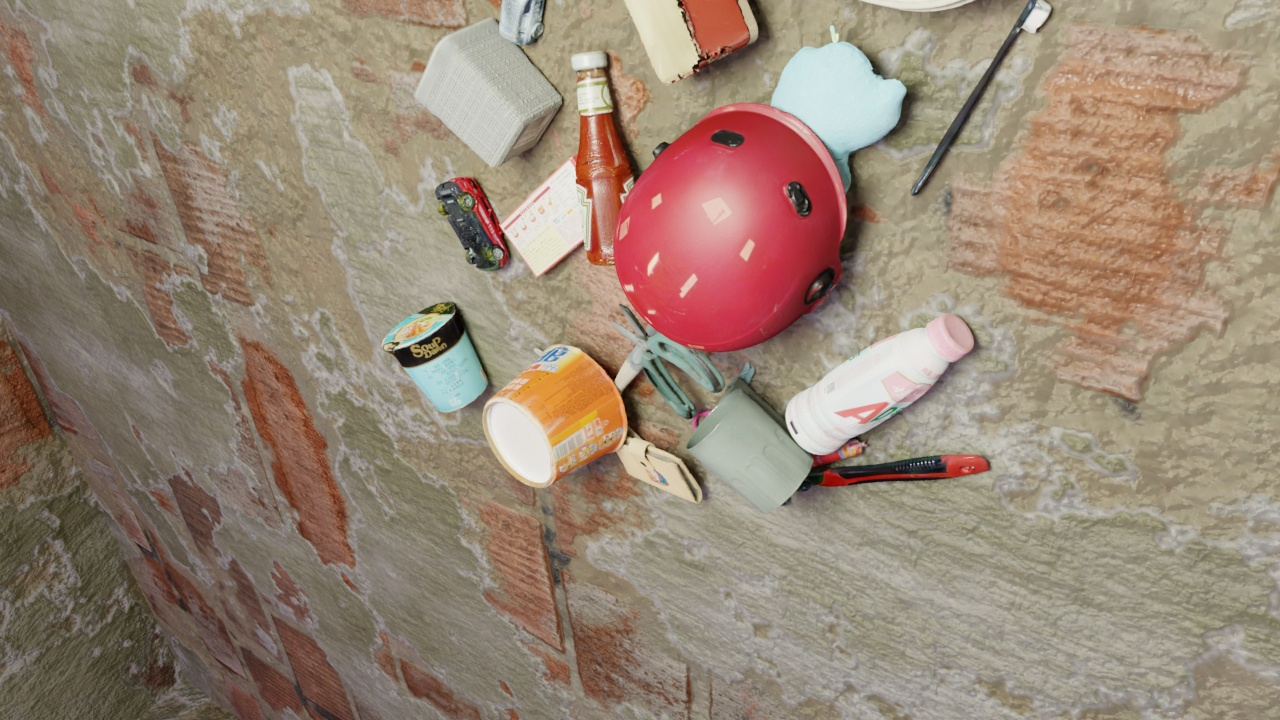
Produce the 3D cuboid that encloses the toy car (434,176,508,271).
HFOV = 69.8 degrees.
[{"bbox_3d":[-0.196,-0.162,1.088,0.053,0.045,0.120,1,125,41],"label":"toy car"}]

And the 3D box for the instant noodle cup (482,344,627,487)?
[{"bbox_3d":[-0.106,0.071,1.082,0.151,0.111,0.152,26,133,31],"label":"instant noodle cup"}]

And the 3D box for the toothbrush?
[{"bbox_3d":[0.260,-0.199,0.717,0.018,0.015,0.182,31,134,6],"label":"toothbrush"}]

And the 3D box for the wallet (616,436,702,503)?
[{"bbox_3d":[0.015,0.127,1.109,0.115,0.024,0.087,19,146,43],"label":"wallet"}]

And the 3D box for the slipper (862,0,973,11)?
[{"bbox_3d":[0.163,-0.325,0.676,0.275,0.054,0.114,25,129,39],"label":"slipper"}]

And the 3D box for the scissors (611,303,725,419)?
[{"bbox_3d":[0.038,0.014,0.960,0.174,0.019,0.170,29,157,44],"label":"scissors"}]

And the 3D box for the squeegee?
[{"bbox_3d":[-0.006,0.006,1.057,0.246,0.039,0.247,42,136,8],"label":"squeegee"}]

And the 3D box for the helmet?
[{"bbox_3d":[0.065,-0.101,0.825,0.207,0.143,0.241,42,150,8],"label":"helmet"}]

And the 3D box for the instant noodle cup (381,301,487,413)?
[{"bbox_3d":[-0.266,0.001,1.223,0.111,0.111,0.120,-3,124,40],"label":"instant noodle cup"}]

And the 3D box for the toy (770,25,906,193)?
[{"bbox_3d":[0.152,-0.202,0.777,0.162,0.049,0.156,13,136,38],"label":"toy"}]

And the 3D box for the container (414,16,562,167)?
[{"bbox_3d":[-0.154,-0.273,0.948,0.114,0.090,0.090,46,137,-1],"label":"container"}]

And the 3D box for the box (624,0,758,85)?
[{"bbox_3d":[0.017,-0.321,0.762,0.168,0.079,0.091,64,161,-14],"label":"box"}]

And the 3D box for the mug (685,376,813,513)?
[{"bbox_3d":[0.118,0.083,0.945,0.103,0.123,0.084,42,127,-3],"label":"mug"}]

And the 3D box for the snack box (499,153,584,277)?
[{"bbox_3d":[-0.091,-0.159,1.019,0.156,0.026,0.077,-30,98,46],"label":"snack box"}]

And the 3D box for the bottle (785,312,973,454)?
[{"bbox_3d":[0.223,0.022,0.865,0.068,0.068,0.198,49,134,0],"label":"bottle"}]

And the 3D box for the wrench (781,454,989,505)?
[{"bbox_3d":[0.227,0.122,0.955,0.274,0.016,0.056,-17,137,43],"label":"wrench"}]

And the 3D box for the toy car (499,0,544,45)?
[{"bbox_3d":[-0.116,-0.355,0.899,0.043,0.034,0.091,37,134,17],"label":"toy car"}]

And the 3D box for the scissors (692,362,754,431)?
[{"bbox_3d":[0.095,0.049,1.024,0.063,0.017,0.135,39,132,23],"label":"scissors"}]

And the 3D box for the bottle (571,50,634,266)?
[{"bbox_3d":[-0.038,-0.199,0.914,0.060,0.059,0.206,5,110,37],"label":"bottle"}]

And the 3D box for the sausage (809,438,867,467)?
[{"bbox_3d":[0.179,0.108,0.991,0.156,0.020,0.020,-23,103,45],"label":"sausage"}]
